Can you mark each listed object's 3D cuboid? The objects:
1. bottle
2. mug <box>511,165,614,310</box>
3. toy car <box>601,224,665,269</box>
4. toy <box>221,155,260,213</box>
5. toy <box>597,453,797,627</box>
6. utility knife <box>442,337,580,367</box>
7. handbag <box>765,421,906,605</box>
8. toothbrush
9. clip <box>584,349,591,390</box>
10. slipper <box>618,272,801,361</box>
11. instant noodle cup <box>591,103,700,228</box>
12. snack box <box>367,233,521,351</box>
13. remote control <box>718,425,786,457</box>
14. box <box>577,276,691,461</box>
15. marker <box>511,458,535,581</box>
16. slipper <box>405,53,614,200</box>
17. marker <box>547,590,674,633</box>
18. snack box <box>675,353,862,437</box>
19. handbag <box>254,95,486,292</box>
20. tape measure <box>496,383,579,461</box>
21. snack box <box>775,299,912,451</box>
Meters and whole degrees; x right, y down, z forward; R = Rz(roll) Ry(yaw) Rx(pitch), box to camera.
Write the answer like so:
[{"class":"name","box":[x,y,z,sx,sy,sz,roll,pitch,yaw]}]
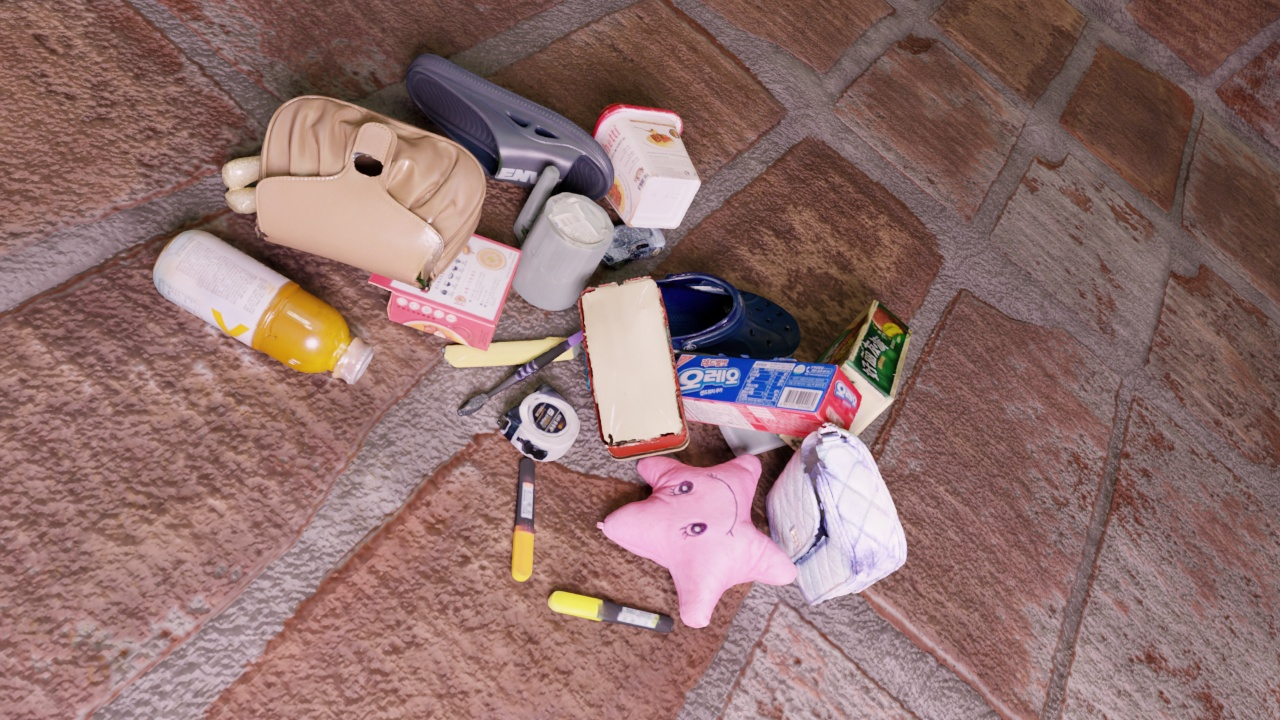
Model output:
[{"class":"bottle","box":[-0.325,-0.042,0.803,0.189,0.068,0.067,31,47,-7]},{"class":"mug","box":[-0.092,-0.132,0.985,0.083,0.104,0.124,-11,64,-35]},{"class":"toy car","box":[-0.011,-0.143,1.090,0.105,0.031,0.049,-24,72,-41]},{"class":"toy","box":[-0.338,-0.187,0.917,0.156,0.066,0.105,-26,102,-36]},{"class":"toy","box":[0.049,0.162,0.863,0.178,0.075,0.194,-2,44,-8]},{"class":"utility knife","box":[-0.127,-0.010,0.933,0.151,0.018,0.031,-1,53,-34]},{"class":"handbag","box":[0.174,0.152,0.865,0.075,0.194,0.134,-14,68,-9]},{"class":"toothbrush","box":[-0.109,0.006,0.919,0.188,0.017,0.014,-35,87,-36]},{"class":"clip","box":[-0.046,0.010,0.967,0.038,0.013,0.055,15,51,-20]},{"class":"slipper","box":[0.073,-0.054,1.033,0.252,0.095,0.105,3,58,-24]},{"class":"instant noodle cup","box":[0.004,-0.227,1.095,0.116,0.117,0.124,-3,51,-32]},{"class":"snack box","box":[-0.195,-0.081,0.921,0.127,0.044,0.113,20,49,-7]},{"class":"remote control","box":[0.146,0.072,1.030,0.135,0.020,0.056,-12,65,-37]},{"class":"box","box":[-0.006,0.005,0.908,0.091,0.079,0.168,-11,71,3]},{"class":"marker","box":[-0.106,0.142,0.833,0.018,0.015,0.123,16,48,-22]},{"class":"slipper","box":[-0.160,-0.244,1.041,0.268,0.111,0.083,30,63,-1]},{"class":"marker","box":[-0.025,0.226,0.819,0.124,0.015,0.018,18,50,-22]},{"class":"snack box","box":[0.113,0.034,0.911,0.058,0.208,0.057,43,65,-36]},{"class":"handbag","box":[-0.251,-0.158,0.851,0.204,0.100,0.147,17,74,-8]},{"class":"tape measure","box":[-0.094,0.063,0.885,0.066,0.034,0.065,44,48,9]},{"class":"snack box","box":[0.230,0.020,1.008,0.063,0.115,0.239,41,28,3]}]
